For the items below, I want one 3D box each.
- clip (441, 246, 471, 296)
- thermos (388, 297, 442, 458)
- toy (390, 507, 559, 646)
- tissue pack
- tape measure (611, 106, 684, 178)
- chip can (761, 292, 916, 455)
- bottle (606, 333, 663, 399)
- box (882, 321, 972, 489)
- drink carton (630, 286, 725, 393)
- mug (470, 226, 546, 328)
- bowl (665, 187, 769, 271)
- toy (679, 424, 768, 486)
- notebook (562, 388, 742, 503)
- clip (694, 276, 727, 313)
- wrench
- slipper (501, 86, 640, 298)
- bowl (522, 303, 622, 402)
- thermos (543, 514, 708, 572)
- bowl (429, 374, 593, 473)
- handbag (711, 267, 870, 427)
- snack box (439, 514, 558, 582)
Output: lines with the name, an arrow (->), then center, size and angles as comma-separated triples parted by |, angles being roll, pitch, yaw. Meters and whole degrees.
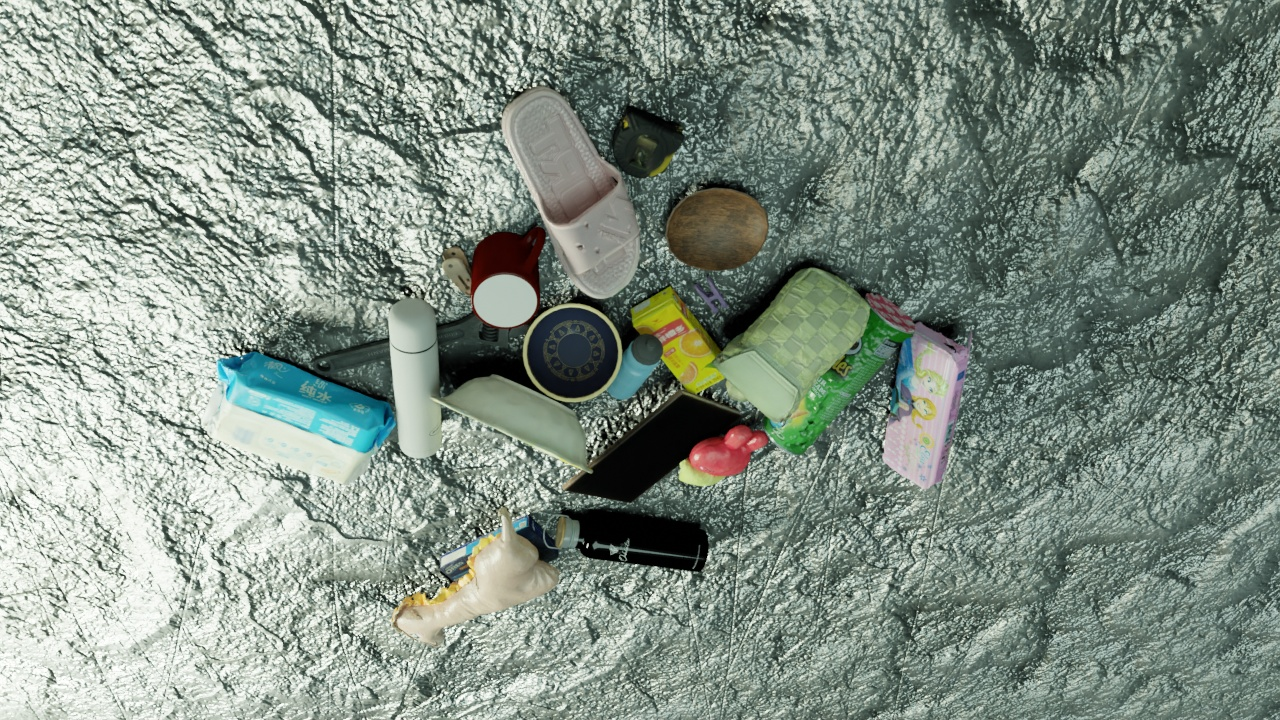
clip -> -0.197, -0.093, 1.008 | 0.025, 0.043, 0.061 | -21, 122, 10
thermos -> -0.260, 0.023, 1.064 | 0.052, 0.052, 0.225 | 1, 135, -9
toy -> -0.247, 0.307, 1.270 | 0.265, 0.065, 0.196 | -19, 119, 15
tissue pack -> -0.409, 0.069, 1.090 | 0.209, 0.066, 0.117 | 23, 122, -22
tape measure -> 0.002, -0.219, 0.939 | 0.067, 0.038, 0.063 | 18, 123, -21
chip can -> 0.240, 0.021, 1.136 | 0.075, 0.075, 0.224 | 23, 121, -23
bottle -> -0.006, 0.006, 1.077 | 0.040, 0.040, 0.130 | 9, 154, -15
box -> 0.387, 0.051, 1.191 | 0.096, 0.085, 0.231 | -27, 134, -28
drink carton -> 0.048, -0.023, 1.095 | 0.059, 0.042, 0.134 | -29, 127, 17
mug -> -0.135, -0.097, 0.987 | 0.073, 0.082, 0.106 | 32, 117, -28
bowl -> 0.083, -0.149, 1.012 | 0.114, 0.026, 0.102 | 8, 127, -13
toy -> 0.109, 0.127, 1.209 | 0.091, 0.045, 0.135 | 17, 135, -42
notebook -> 0.016, 0.116, 1.184 | 0.210, 0.008, 0.141 | -41, 145, 22
clip -> 0.086, -0.077, 1.077 | 0.036, 0.013, 0.053 | -18, 130, 7
wrench -> -0.252, -0.024, 1.070 | 0.273, 0.018, 0.073 | -13, 129, 5
slipper -> -0.059, -0.165, 0.942 | 0.094, 0.064, 0.239 | -33, 123, -10
bowl -> -0.078, -0.011, 1.068 | 0.112, 0.061, 0.112 | 0, 94, -2
thermos -> -0.022, 0.252, 1.286 | 0.231, 0.061, 0.061 | 11, 125, -15
bowl -> -0.137, 0.065, 1.081 | 0.219, 0.189, 0.060 | 30, 81, -31
handbag -> 0.175, -0.019, 1.078 | 0.113, 0.117, 0.186 | 43, 89, -4
snack box -> -0.201, 0.278, 1.304 | 0.150, 0.027, 0.082 | -26, 126, 11
